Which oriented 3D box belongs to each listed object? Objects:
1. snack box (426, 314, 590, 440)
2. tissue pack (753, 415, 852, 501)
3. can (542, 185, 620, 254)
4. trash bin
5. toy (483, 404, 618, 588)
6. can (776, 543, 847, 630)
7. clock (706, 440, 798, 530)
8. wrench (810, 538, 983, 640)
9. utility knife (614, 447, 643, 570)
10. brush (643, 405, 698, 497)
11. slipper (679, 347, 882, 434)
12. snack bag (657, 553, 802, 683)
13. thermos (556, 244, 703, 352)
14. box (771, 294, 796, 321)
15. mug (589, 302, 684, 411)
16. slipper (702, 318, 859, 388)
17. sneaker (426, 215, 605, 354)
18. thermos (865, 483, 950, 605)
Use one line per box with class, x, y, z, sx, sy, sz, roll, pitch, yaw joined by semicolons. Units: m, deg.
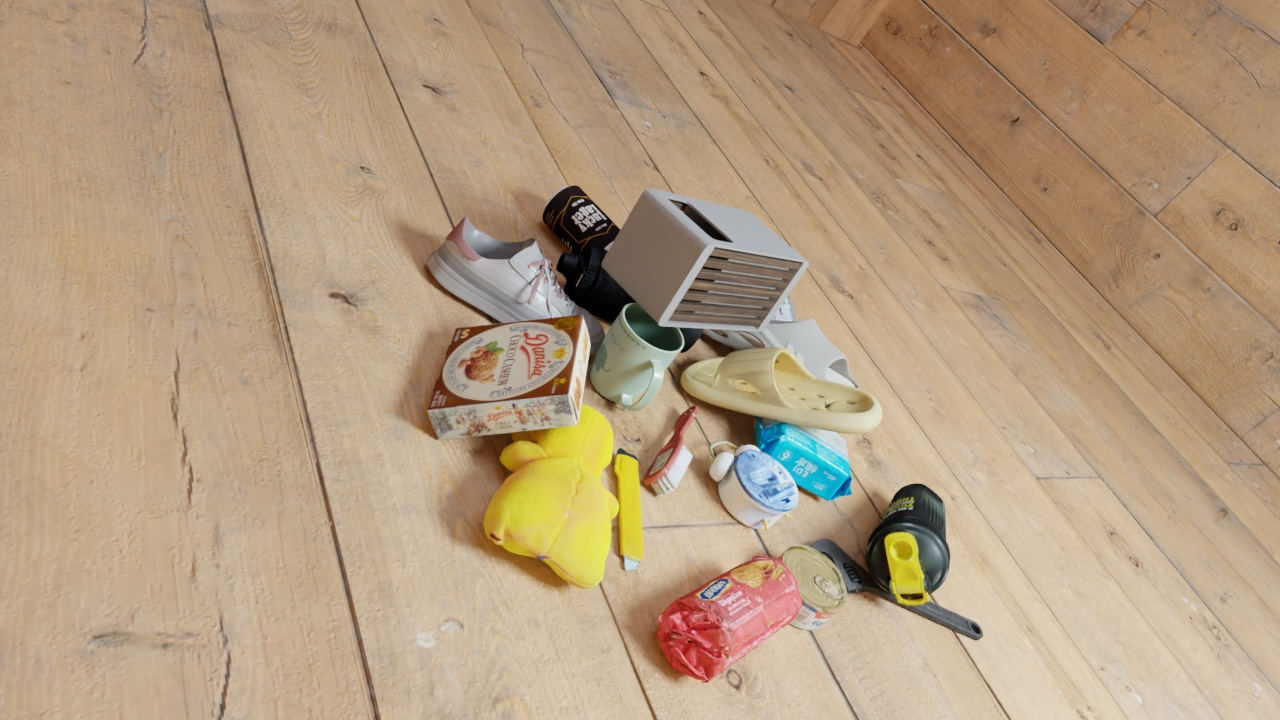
snack box;-0.130;0.014;0.941;0.147;0.041;0.142;-6;35;8
tissue pack;0.207;0.116;1.187;0.144;0.062;0.092;31;29;-12
can;-0.075;-0.182;1.288;0.128;0.072;0.071;47;34;16
trash bin;0.084;-0.119;1.141;0.228;0.115;0.114;0;39;-50
toy;-0.071;0.122;0.895;0.134;0.088;0.193;32;32;-15
can;0.181;0.249;1.009;0.086;0.043;0.086;24;35;-18
clock;0.130;0.142;1.090;0.088;0.052;0.125;-9;54;-48
wrench;0.313;0.285;1.116;0.273;0.018;0.073;27;32;-18
utility knife;-0.013;0.155;0.971;0.030;0.017;0.158;18;36;-19
brush;0.045;0.104;1.077;0.030;0.041;0.172;51;29;-9
slipper;0.182;0.023;1.172;0.262;0.079;0.111;15;28;20
snack bag;0.091;0.249;0.895;0.176;0.083;0.082;-13;57;-50
thermos;-0.015;-0.086;1.210;0.198;0.086;0.086;23;35;-21
box;0.184;-0.129;1.503;0.152;0.037;0.200;26;33;-21
mug;-0.006;0.006;1.083;0.084;0.104;0.111;14;38;-31
slipper;0.196;-0.035;1.292;0.266;0.081;0.112;32;21;27
sneaker;-0.132;-0.093;1.098;0.236;0.090;0.099;29;27;-12
thermos;0.337;0.220;1.138;0.098;0.098;0.220;42;21;8
